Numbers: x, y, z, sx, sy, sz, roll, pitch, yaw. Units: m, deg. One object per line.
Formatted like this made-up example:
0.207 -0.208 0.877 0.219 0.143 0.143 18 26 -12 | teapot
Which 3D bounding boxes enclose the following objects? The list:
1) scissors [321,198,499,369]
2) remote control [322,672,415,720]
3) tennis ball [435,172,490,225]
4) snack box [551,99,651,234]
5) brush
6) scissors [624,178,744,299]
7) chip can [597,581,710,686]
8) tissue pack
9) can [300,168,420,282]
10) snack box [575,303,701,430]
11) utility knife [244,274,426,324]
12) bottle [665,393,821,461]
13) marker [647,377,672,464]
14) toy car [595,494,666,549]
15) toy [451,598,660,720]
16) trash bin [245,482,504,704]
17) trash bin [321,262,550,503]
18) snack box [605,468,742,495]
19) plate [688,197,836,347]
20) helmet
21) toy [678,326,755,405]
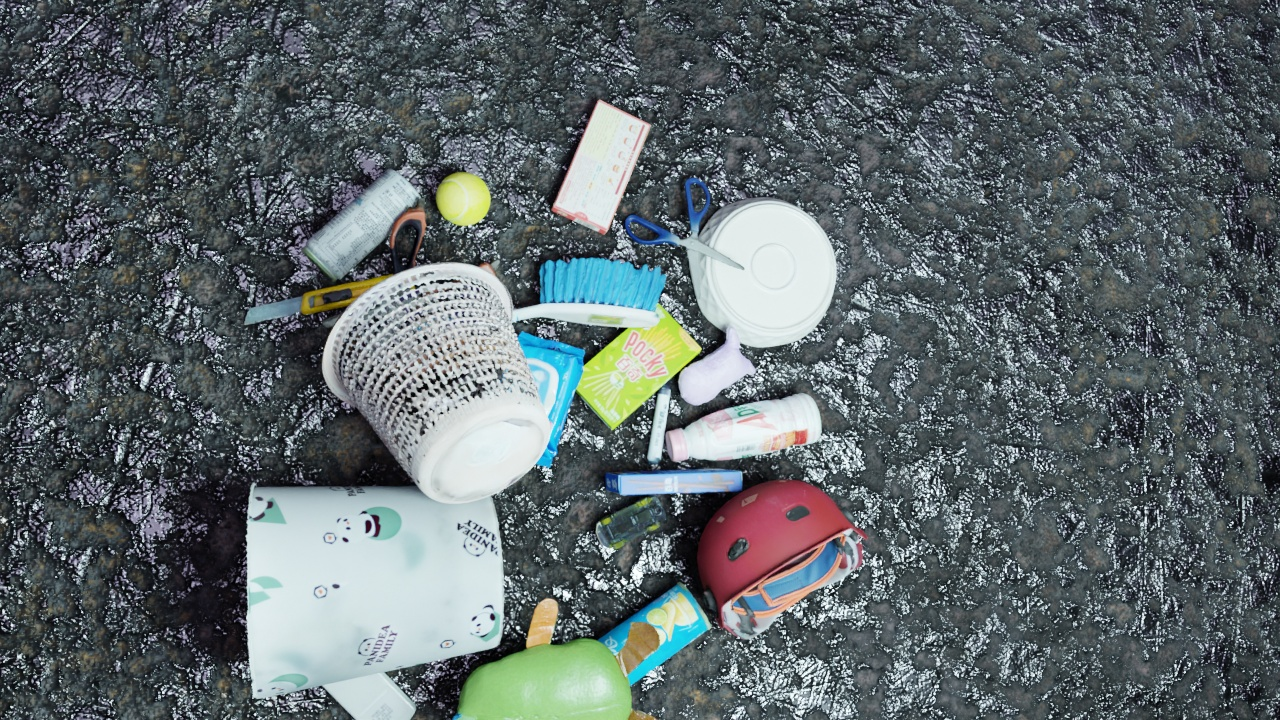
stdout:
-0.275 -0.085 1.116 0.188 0.015 0.226 14 99 -26 | scissors
-0.334 0.381 1.085 0.058 0.021 0.150 -42 96 -12 | remote control
-0.218 -0.198 1.126 0.065 0.065 0.065 1 86 -13 | tennis ball
-0.051 -0.250 1.187 0.077 0.027 0.155 23 82 -10 | snack box
-0.124 -0.074 1.139 0.314 0.061 0.109 5 73 -7 | brush
0.058 -0.161 1.185 0.162 0.012 0.175 7 73 8 | scissors
-0.017 0.363 1.133 0.210 0.071 0.071 -32 94 -13 | chip can
-0.132 0.048 1.124 0.095 0.052 0.157 16 82 10 | tissue pack
-0.333 -0.163 1.101 0.058 0.058 0.146 45 79 -7 | can
-0.007 0.007 1.172 0.156 0.026 0.086 -41 81 -12 | snack box
-0.367 -0.074 1.109 0.219 0.015 0.033 -14 87 -13 | utility knife
0.132 0.092 1.190 0.197 0.068 0.068 -11 89 -9 | bottle
0.024 0.070 1.189 0.022 0.018 0.130 10 84 -2 | marker
-0.014 0.205 1.162 0.090 0.035 0.042 -25 91 -13 | toy car
-0.092 0.380 1.036 0.246 0.090 0.227 -4 90 -4 | toy
-0.291 0.238 1.011 0.251 0.230 0.229 -3 87 -19 | trash bin
-0.204 0.038 0.998 0.227 0.228 0.192 -28 57 -13 | trash bin
0.041 0.152 1.153 0.157 0.085 0.026 0 86 -13 | snack box
0.170 -0.121 1.221 0.204 0.046 0.205 1 87 -12 | plate
0.154 0.220 1.114 0.207 0.240 0.144 -32 61 -3 | helmet
0.095 0.014 1.194 0.108 0.039 0.084 -33 121 -9 | toy
